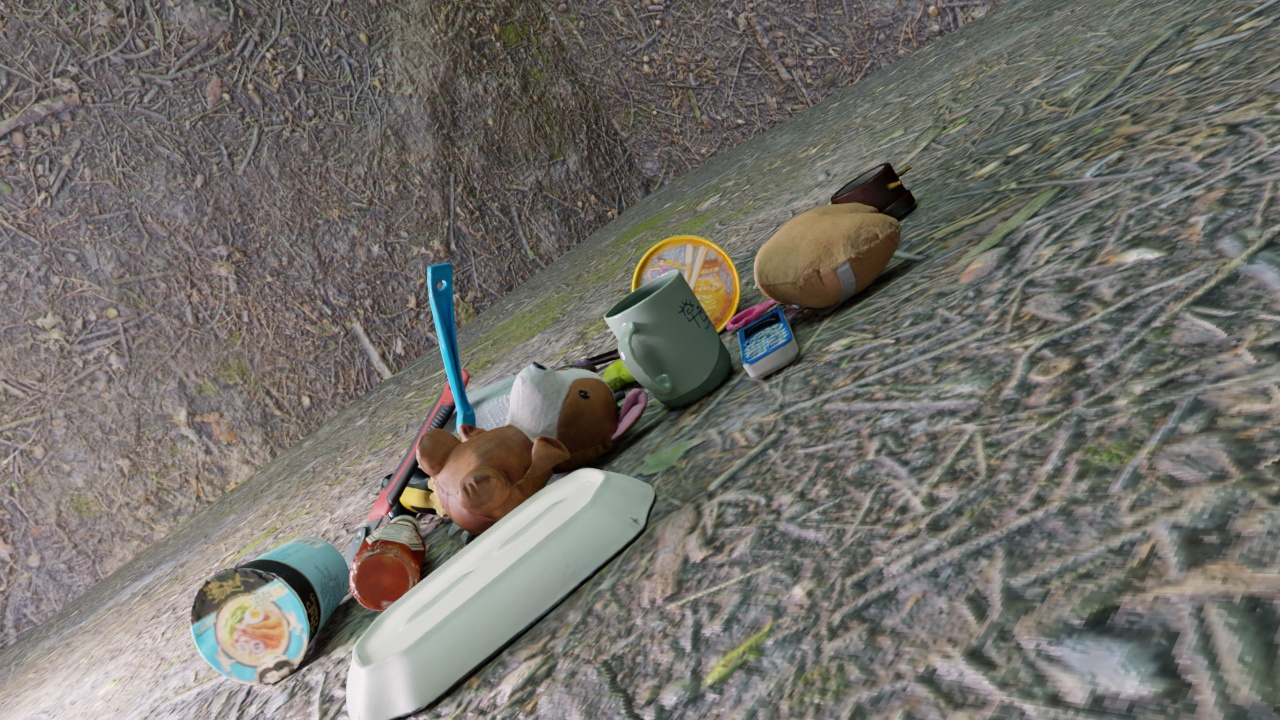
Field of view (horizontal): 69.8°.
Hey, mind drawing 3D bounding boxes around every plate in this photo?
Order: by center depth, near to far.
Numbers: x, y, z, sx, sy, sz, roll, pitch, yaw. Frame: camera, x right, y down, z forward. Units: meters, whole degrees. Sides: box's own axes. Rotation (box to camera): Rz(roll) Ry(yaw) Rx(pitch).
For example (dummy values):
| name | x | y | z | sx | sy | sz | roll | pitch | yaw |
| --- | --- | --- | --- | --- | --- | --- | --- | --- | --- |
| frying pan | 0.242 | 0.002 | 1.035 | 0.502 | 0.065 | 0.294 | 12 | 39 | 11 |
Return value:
| name | x | y | z | sx | sy | sz | roll | pitch | yaw |
| --- | --- | --- | --- | --- | --- | --- | --- | --- | --- |
| plate | -0.107 | 0.157 | 0.668 | 0.265 | 0.034 | 0.162 | -37 | 13 | -18 |

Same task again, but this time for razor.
| name | x | y | z | sx | sy | sz | roll | pitch | yaw |
| --- | --- | --- | --- | --- | --- | --- | --- | --- | --- |
| razor | -0.229 | 0.151 | 0.992 | 0.168 | 0.062 | 0.067 | -5 | 59 | 54 |

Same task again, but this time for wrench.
| name | x | y | z | sx | sy | sz | roll | pitch | yaw |
| --- | --- | --- | --- | --- | --- | --- | --- | --- | --- |
| wrench | -0.253 | 0.126 | 0.953 | 0.273 | 0.016 | 0.056 | -57 | 33 | 2 |

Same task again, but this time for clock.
| name | x | y | z | sx | sy | sz | roll | pitch | yaw |
| --- | --- | --- | --- | --- | --- | --- | --- | --- | --- |
| clock | 0.249 | -0.174 | 1.036 | 0.122 | 0.055 | 0.081 | -26 | 14 | 36 |

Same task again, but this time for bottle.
| name | x | y | z | sx | sy | sz | roll | pitch | yaw |
| --- | --- | --- | --- | --- | --- | --- | --- | --- | --- |
| bottle | -0.227 | 0.177 | 0.847 | 0.059 | 0.060 | 0.206 | -34 | 6 | -8 |

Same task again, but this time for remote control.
| name | x | y | z | sx | sy | sz | roll | pitch | yaw |
| --- | --- | --- | --- | --- | --- | --- | --- | --- | --- |
| remote control | 0.114 | -0.016 | 0.824 | 0.049 | 0.024 | 0.124 | -30 | 13 | 12 |

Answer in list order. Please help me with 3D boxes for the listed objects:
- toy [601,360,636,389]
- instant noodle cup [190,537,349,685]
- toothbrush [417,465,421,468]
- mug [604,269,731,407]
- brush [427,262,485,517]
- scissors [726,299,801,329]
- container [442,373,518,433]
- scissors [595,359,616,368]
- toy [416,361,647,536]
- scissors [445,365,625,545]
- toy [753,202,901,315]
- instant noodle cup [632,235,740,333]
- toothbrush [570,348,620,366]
| name | x | y | z | sx | sy | sz | roll | pitch | yaw |
| --- | --- | --- | --- | --- | --- | --- | --- | --- | --- |
| toy | -0.006 | 0.006 | 1.027 | 0.100 | 0.031 | 0.096 | -29 | 10 | 19 |
| instant noodle cup | -0.331 | 0.221 | 0.849 | 0.111 | 0.111 | 0.120 | -30 | 4 | 11 |
| toothbrush | -0.234 | 0.114 | 1.216 | 0.181 | 0.015 | 0.018 | -26 | 22 | 25 |
| mug | 0.022 | -0.011 | 0.838 | 0.082 | 0.106 | 0.111 | -22 | 15 | 36 |
| brush | -0.178 | 0.034 | 0.885 | 0.083 | 0.255 | 0.046 | -14 | 13 | -40 |
| scissors | 0.147 | -0.067 | 0.971 | 0.134 | 0.017 | 0.133 | -28 | 16 | 2 |
| container | -0.141 | 0.068 | 0.990 | 0.112 | 0.090 | 0.089 | -24 | 15 | 24 |
| scissors | -0.113 | 0.027 | 1.211 | 0.220 | 0.021 | 0.228 | -29 | 6 | -20 |
| toy | -0.098 | 0.065 | 0.825 | 0.199 | 0.131 | 0.140 | -28 | 36 | -29 |
| scissors | -0.098 | 0.092 | 0.887 | 0.199 | 0.015 | 0.204 | -7 | 53 | 2 |
| toy | 0.175 | -0.109 | 0.915 | 0.143 | 0.082 | 0.225 | -21 | 14 | 8 |
| instant noodle cup | 0.051 | -0.083 | 1.050 | 0.118 | 0.118 | 0.114 | -32 | 5 | 4 |
| toothbrush | -0.033 | -0.005 | 1.062 | 0.188 | 0.014 | 0.017 | -19 | -17 | -50 |
